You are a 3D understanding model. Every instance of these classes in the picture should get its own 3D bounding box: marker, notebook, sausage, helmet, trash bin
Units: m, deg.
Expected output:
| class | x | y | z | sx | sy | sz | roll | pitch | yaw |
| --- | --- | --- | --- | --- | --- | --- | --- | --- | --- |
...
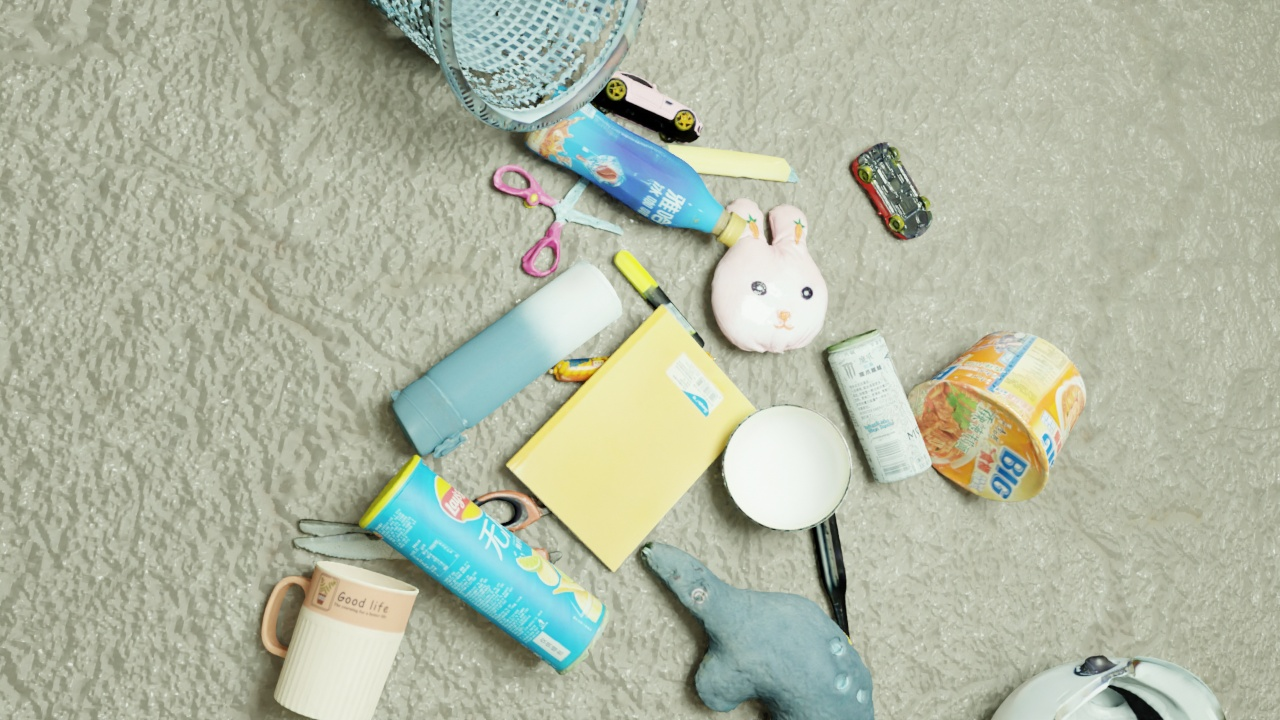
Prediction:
| class | x | y | z | sx | sy | sz | roll | pitch | yaw |
| --- | --- | --- | --- | --- | --- | --- | --- | --- | --- |
| marker | 0.019 | -0.056 | 0.879 | 0.018 | 0.015 | 0.124 | -45 | 101 | -17 |
| notebook | -0.003 | 0.071 | 0.841 | 0.206 | 0.010 | 0.146 | -47 | 106 | -13 |
| sausage | -0.005 | 0.005 | 0.859 | 0.165 | 0.021 | 0.021 | -4 | 85 | -18 |
| helmet | 0.431 | 0.398 | 0.889 | 0.258 | 0.146 | 0.229 | -27 | 93 | -27 |
| trash bin | -0.132 | -0.331 | 0.750 | 0.195 | 0.227 | 0.226 | 36 | 70 | 28 |

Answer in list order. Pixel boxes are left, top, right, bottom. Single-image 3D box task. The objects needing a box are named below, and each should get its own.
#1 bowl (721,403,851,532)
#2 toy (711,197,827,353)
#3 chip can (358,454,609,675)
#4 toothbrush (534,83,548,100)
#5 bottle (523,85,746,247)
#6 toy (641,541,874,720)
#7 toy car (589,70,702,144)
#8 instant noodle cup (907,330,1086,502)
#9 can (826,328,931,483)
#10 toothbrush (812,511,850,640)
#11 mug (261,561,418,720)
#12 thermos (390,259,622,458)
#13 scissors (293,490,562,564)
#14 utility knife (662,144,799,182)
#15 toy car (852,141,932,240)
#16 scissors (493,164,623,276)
| class | x | y | z | sx | sy | sz | roll | pitch | yaw |
| --- | --- | --- | --- | --- | --- | --- | --- | --- | --- |
| bowl | 0.138 | 0.103 | 0.861 | 0.116 | 0.066 | 0.116 | -3 | 78 | 12 |
| toy | 0.124 | -0.085 | 0.898 | 0.121 | 0.054 | 0.159 | 2 | 75 | -18 |
| chip can | -0.126 | 0.170 | 0.759 | 0.210 | 0.071 | 0.071 | 40 | 74 | -11 |
| toothbrush | -0.027 | -0.202 | 0.882 | 0.186 | 0.012 | 0.017 | 39 | 80 | -10 |
| bottle | 0.000 | -0.172 | 0.851 | 0.218 | 0.065 | 0.065 | 30 | 76 | -9 |
| toy | 0.134 | 0.295 | 0.843 | 0.138 | 0.091 | 0.356 | -35 | 94 | 9 |
| toy car | 0.003 | -0.244 | 0.874 | 0.122 | 0.056 | 0.037 | 21 | 84 | -15 |
| instant noodle cup | 0.358 | 0.048 | 0.911 | 0.111 | 0.152 | 0.151 | -40 | 96 | -26 |
| can | 0.236 | 0.046 | 0.913 | 0.058 | 0.058 | 0.146 | -21 | 90 | -19 |
| toothbrush | 0.188 | 0.210 | 0.897 | 0.027 | 0.026 | 0.212 | -9 | 87 | 15 |
| mug | -0.249 | 0.219 | 0.732 | 0.114 | 0.082 | 0.105 | 15 | 80 | 12 |
| thermos | -0.116 | -0.001 | 0.803 | 0.220 | 0.070 | 0.070 | -39 | 96 | -18 |
| scissors | -0.179 | 0.145 | 0.792 | 0.206 | 0.015 | 0.193 | 45 | 74 | -8 |
| utility knife | 0.088 | -0.195 | 0.916 | 0.162 | 0.018 | 0.031 | 2 | 87 | -16 |
| toy car | 0.264 | -0.175 | 0.961 | 0.049 | 0.031 | 0.106 | -36 | 94 | -18 |
| scissors | -0.078 | -0.135 | 0.857 | 0.133 | 0.017 | 0.135 | 18 | 75 | -19 |
